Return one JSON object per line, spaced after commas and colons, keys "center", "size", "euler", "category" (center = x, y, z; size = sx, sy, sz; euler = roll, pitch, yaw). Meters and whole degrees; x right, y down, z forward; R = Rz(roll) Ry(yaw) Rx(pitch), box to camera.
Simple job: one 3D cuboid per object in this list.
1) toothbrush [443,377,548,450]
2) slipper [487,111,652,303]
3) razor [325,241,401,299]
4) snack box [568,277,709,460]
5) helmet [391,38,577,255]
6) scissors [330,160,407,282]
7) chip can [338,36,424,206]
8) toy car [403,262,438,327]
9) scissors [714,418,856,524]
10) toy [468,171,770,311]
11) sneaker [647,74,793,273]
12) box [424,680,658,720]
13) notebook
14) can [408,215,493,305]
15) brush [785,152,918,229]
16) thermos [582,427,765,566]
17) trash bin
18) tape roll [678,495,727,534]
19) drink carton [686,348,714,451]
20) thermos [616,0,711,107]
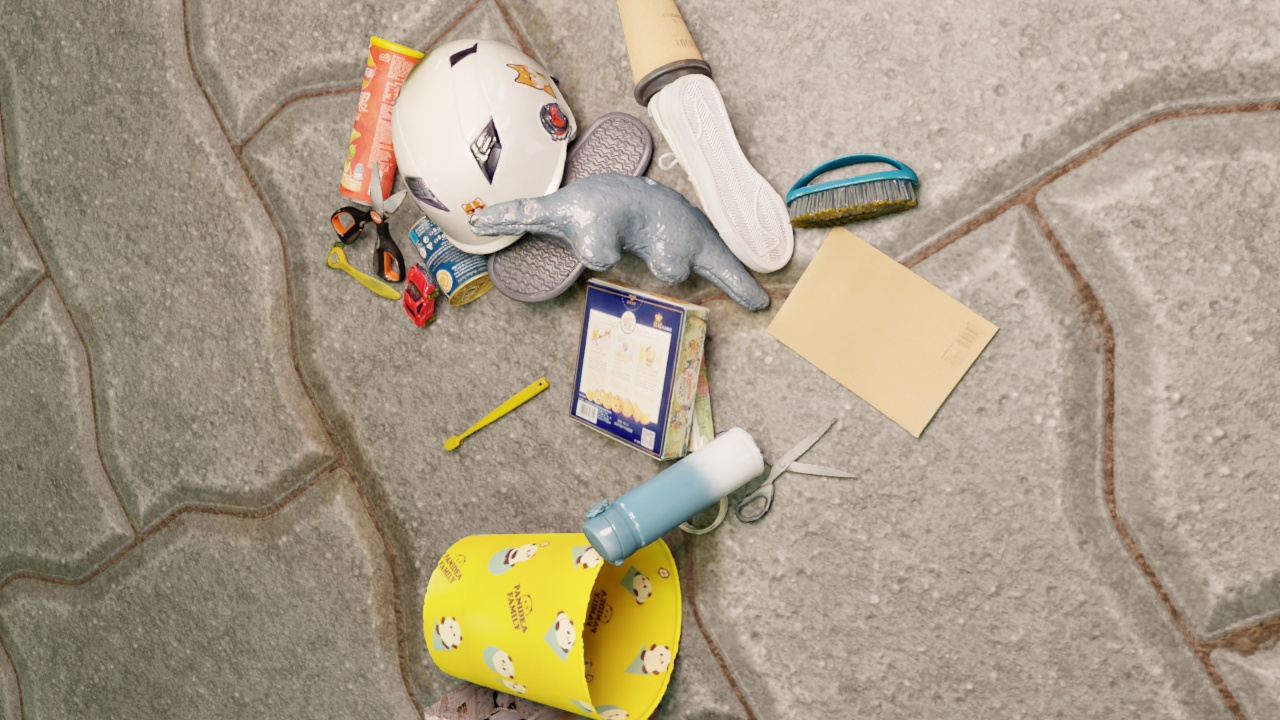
{"center": [-0.197, 0.074, 1.252], "size": [0.190, 0.016, 0.015], "euler": [-33, 82, 23], "category": "toothbrush"}
{"center": [-0.078, -0.181, 1.139], "size": [0.110, 0.083, 0.268], "euler": [37, 93, 5], "category": "slipper"}
{"center": [-0.397, -0.122, 1.313], "size": [0.132, 0.028, 0.043], "euler": [32, 105, 16], "category": "razor"}
{"center": [-0.007, 0.006, 1.103], "size": [0.178, 0.045, 0.182], "euler": [21, 106, 46], "category": "snack box"}
{"center": [-0.207, -0.276, 1.094], "size": [0.231, 0.156, 0.273], "euler": [-25, 53, 27], "category": "helmet"}
{"center": [-0.360, -0.187, 1.217], "size": [0.205, 0.021, 0.225], "euler": [24, 144, 24], "category": "scissors"}
{"center": [-0.351, -0.319, 1.241], "size": [0.073, 0.073, 0.217], "euler": [22, 105, 20], "category": "chip can"}
{"center": [-0.301, -0.088, 1.245], "size": [0.049, 0.031, 0.107], "euler": [48, 146, 14], "category": "toy car"}
{"center": [0.165, 0.128, 1.093], "size": [0.181, 0.014, 0.159], "euler": [19, 105, 23], "category": "scissors"}
{"center": [-0.014, -0.148, 1.043], "size": [0.092, 0.356, 0.137], "euler": [133, 144, -60], "category": "toy"}
{"center": [0.084, -0.200, 1.034], "size": [0.091, 0.089, 0.242], "euler": [3, 130, 58], "category": "sneaker"}
{"center": [-0.125, 0.473, 1.179], "size": [0.261, 0.176, 0.082], "euler": [1, 97, 25], "category": "box"}
{"center": [0.266, -0.035, 1.030], "size": [0.211, 0.012, 0.150], "euler": [37, 109, 16], "category": "notebook"}
{"center": [-0.248, -0.139, 1.215], "size": [0.075, 0.075, 0.111], "euler": [-37, 81, 24], "category": "can"}
{"center": [0.229, -0.189, 1.004], "size": [0.144, 0.055, 0.073], "euler": [-6, 78, 26], "category": "brush"}
{"center": [0.038, 0.152, 1.036], "size": [0.070, 0.220, 0.070], "euler": [47, 153, 33], "category": "thermos"}
{"center": [-0.113, 0.316, 1.138], "size": [0.256, 0.229, 0.229], "euler": [-1, 96, 30], "category": "trash bin"}
{"center": [0.067, 0.172, 1.138], "size": [0.086, 0.013, 0.086], "euler": [7, 103, 31], "category": "tape roll"}
{"center": [0.055, 0.048, 1.115], "size": [0.054, 0.045, 0.122], "euler": [-5, 94, 41], "category": "drink carton"}
{"center": [0.023, -0.363, 1.061], "size": [0.093, 0.093, 0.143], "euler": [-21, 80, 25], "category": "thermos"}
